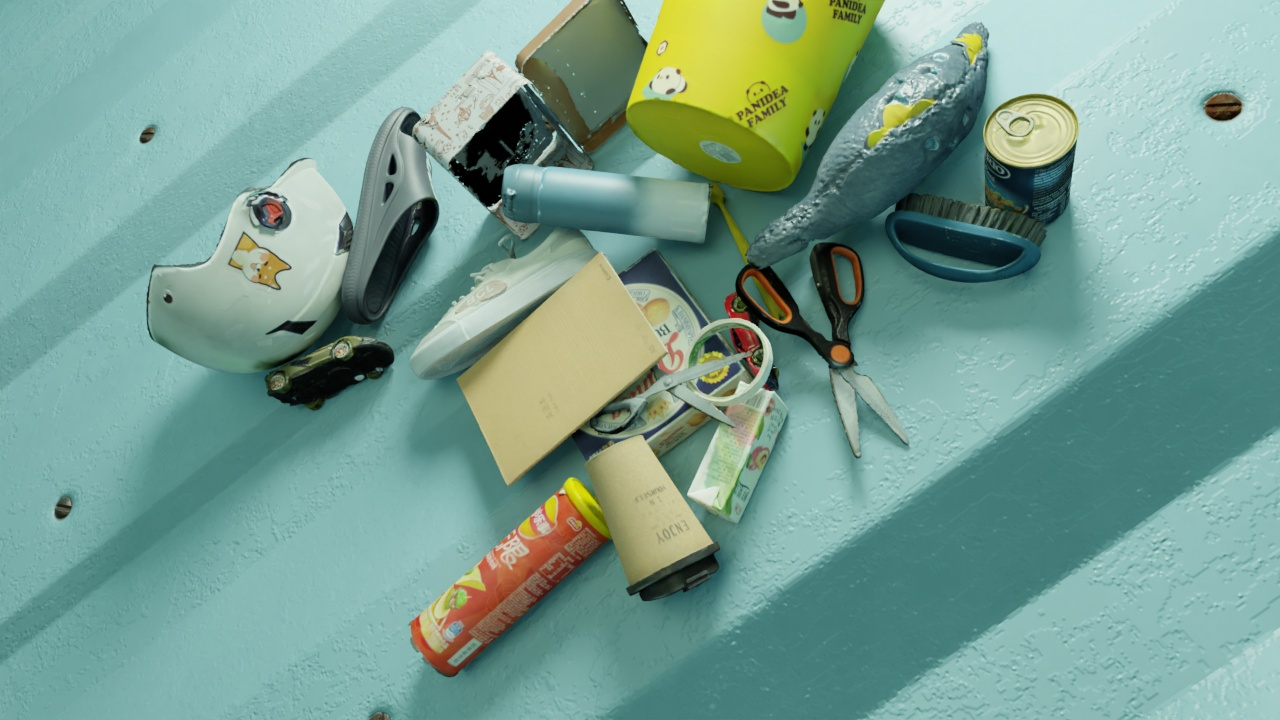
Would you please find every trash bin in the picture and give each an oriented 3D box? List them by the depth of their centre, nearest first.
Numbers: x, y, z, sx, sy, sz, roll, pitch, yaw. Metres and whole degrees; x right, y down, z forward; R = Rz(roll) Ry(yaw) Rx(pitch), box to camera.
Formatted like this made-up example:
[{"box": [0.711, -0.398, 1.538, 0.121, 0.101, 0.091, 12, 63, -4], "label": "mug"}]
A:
[{"box": [0.117, -0.327, 0.927, 0.230, 0.229, 0.255, 19, 83, 27], "label": "trash bin"}]

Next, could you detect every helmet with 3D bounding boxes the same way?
[{"box": [-0.425, -0.089, 1.068, 0.157, 0.231, 0.273, 44, 66, -7], "label": "helmet"}]

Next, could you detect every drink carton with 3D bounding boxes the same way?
[{"box": [0.091, 0.085, 0.860, 0.045, 0.053, 0.122, 20, 78, 31], "label": "drink carton"}]

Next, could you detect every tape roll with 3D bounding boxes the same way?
[{"box": [0.082, 0.001, 0.861, 0.086, 0.014, 0.085, -13, 61, 24], "label": "tape roll"}]

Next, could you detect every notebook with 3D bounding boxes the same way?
[{"box": [-0.084, 0.007, 0.930, 0.212, 0.012, 0.149, -40, 55, 11], "label": "notebook"}]

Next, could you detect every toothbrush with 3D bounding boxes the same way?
[{"box": [0.111, -0.111, 0.954, 0.016, 0.016, 0.190, -28, 63, 9], "label": "toothbrush"}]

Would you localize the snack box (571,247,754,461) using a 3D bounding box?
[{"box": [-0.006, 0.005, 0.936, 0.178, 0.046, 0.182, -37, 60, 5], "label": "snack box"}]

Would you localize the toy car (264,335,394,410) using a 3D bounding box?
[{"box": [-0.360, 0.011, 1.066, 0.158, 0.070, 0.042, -23, 61, 10], "label": "toy car"}]

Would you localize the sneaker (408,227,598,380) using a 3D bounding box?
[{"box": [-0.160, -0.072, 1.002, 0.242, 0.089, 0.090, -33, 76, 3], "label": "sneaker"}]

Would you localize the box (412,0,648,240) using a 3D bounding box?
[{"box": [-0.100, -0.279, 1.014, 0.261, 0.177, 0.082, -46, 61, 2], "label": "box"}]

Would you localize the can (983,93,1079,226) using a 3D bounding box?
[{"box": [0.350, -0.175, 0.827, 0.075, 0.111, 0.075, -8, 65, 18], "label": "can"}]

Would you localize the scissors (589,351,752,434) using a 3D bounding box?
[{"box": [0.022, 0.024, 0.869, 0.159, 0.014, 0.181, -48, 51, 6], "label": "scissors"}]

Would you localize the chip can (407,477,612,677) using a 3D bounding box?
[{"box": [-0.122, 0.211, 0.887, 0.216, 0.073, 0.073, -43, 60, 2], "label": "chip can"}]

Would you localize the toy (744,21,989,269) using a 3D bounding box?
[{"box": [0.239, -0.212, 0.867, 0.356, 0.138, 0.091, -45, 101, -8], "label": "toy"}]

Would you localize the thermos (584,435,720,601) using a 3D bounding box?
[{"box": [0.008, 0.144, 0.833, 0.093, 0.093, 0.143, -29, 77, 9], "label": "thermos"}]

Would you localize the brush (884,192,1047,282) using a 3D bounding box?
[{"box": [0.295, -0.109, 0.853, 0.144, 0.055, 0.073, 20, 75, 28], "label": "brush"}]

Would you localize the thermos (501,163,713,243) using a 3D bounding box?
[{"box": [-0.037, -0.167, 0.964, 0.220, 0.070, 0.070, 7, 71, 1], "label": "thermos"}]

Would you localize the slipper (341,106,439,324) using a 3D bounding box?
[{"box": [-0.281, -0.167, 1.095, 0.083, 0.111, 0.267, 10, 78, 8], "label": "slipper"}]

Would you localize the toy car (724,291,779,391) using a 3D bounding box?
[{"box": [0.108, -0.016, 0.896, 0.031, 0.049, 0.106, -25, 62, 12], "label": "toy car"}]

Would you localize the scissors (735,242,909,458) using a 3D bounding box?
[{"box": [0.170, -0.018, 0.869, 0.204, 0.022, 0.224, 14, 64, 1], "label": "scissors"}]
